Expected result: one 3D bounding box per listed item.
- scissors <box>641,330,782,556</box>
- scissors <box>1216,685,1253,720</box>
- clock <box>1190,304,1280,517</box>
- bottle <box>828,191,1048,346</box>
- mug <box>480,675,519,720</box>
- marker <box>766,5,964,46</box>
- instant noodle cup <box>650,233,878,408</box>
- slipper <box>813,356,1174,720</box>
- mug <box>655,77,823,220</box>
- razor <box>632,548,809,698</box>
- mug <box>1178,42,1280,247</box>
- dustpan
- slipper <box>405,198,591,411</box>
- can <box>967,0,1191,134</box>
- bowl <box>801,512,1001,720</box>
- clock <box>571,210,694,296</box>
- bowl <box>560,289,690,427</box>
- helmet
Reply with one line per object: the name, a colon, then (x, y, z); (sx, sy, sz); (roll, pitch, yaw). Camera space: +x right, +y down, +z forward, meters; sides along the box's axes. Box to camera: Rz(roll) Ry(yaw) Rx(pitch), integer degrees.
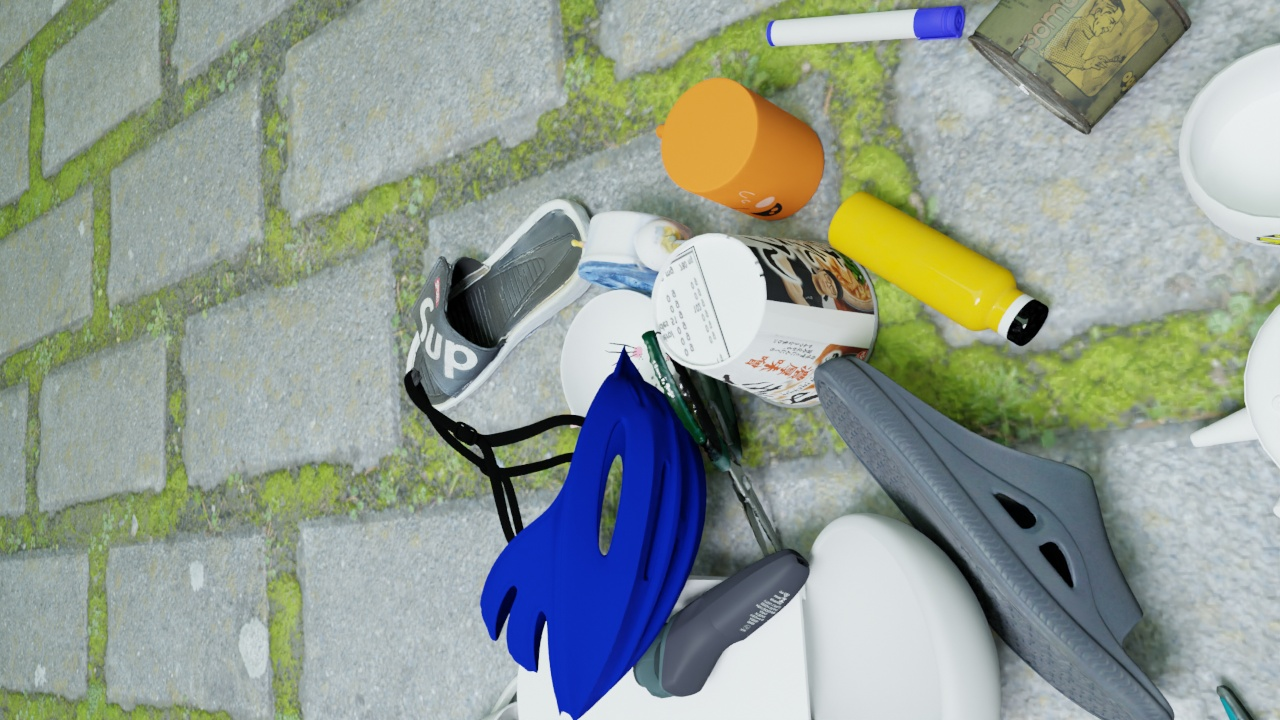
scissors: (0.064, 0.057, 0.664); (0.015, 0.137, 0.210); (-24, 100, 18)
scissors: (0.344, 0.219, 0.452); (0.155, 0.019, 0.126); (29, 105, 34)
clock: (0.358, 0.011, 0.426); (0.125, 0.072, 0.161); (46, 113, 32)
bottle: (0.188, -0.058, 0.584); (0.143, 0.043, 0.043); (40, 109, 34)
mug: (-0.116, 0.323, 0.772); (0.088, 0.081, 0.114); (-38, 33, 36)
marker: (0.154, -0.233, 0.643); (0.142, 0.020, 0.020); (12, 93, 38)
instant noodle cup: (0.077, -0.032, 0.618); (0.124, 0.121, 0.123); (-4, 83, 38)
slipper: (0.208, 0.087, 0.533); (0.083, 0.111, 0.268); (-35, 60, -4)
mug: (0.061, -0.152, 0.658); (0.113, 0.095, 0.078); (25, 101, 37)
razor: (0.054, 0.172, 0.603); (0.143, 0.047, 0.052); (-43, 38, 23)
mug: (0.337, -0.109, 0.457); (0.116, 0.068, 0.094); (-15, 77, 36)
dustpan: (0.020, 0.257, 0.679); (0.258, 0.053, 0.191); (-9, 80, 36)
slipper: (-0.145, -0.050, 0.833); (0.265, 0.063, 0.111); (-34, 66, 28)
can: (0.247, -0.186, 0.521); (0.075, 0.089, 0.090); (-51, 59, 22)
bowl: (0.160, 0.179, 0.546); (0.177, 0.066, 0.176); (179, 91, -74)
clock: (0.010, -0.079, 0.698); (0.126, 0.088, 0.052); (4, 82, 39)
bowl: (-0.004, 0.004, 0.722); (0.115, 0.050, 0.114); (-4, 84, 37)
helmet: (-0.071, 0.097, 0.617); (0.228, 0.148, 0.241); (18, 74, 3)
